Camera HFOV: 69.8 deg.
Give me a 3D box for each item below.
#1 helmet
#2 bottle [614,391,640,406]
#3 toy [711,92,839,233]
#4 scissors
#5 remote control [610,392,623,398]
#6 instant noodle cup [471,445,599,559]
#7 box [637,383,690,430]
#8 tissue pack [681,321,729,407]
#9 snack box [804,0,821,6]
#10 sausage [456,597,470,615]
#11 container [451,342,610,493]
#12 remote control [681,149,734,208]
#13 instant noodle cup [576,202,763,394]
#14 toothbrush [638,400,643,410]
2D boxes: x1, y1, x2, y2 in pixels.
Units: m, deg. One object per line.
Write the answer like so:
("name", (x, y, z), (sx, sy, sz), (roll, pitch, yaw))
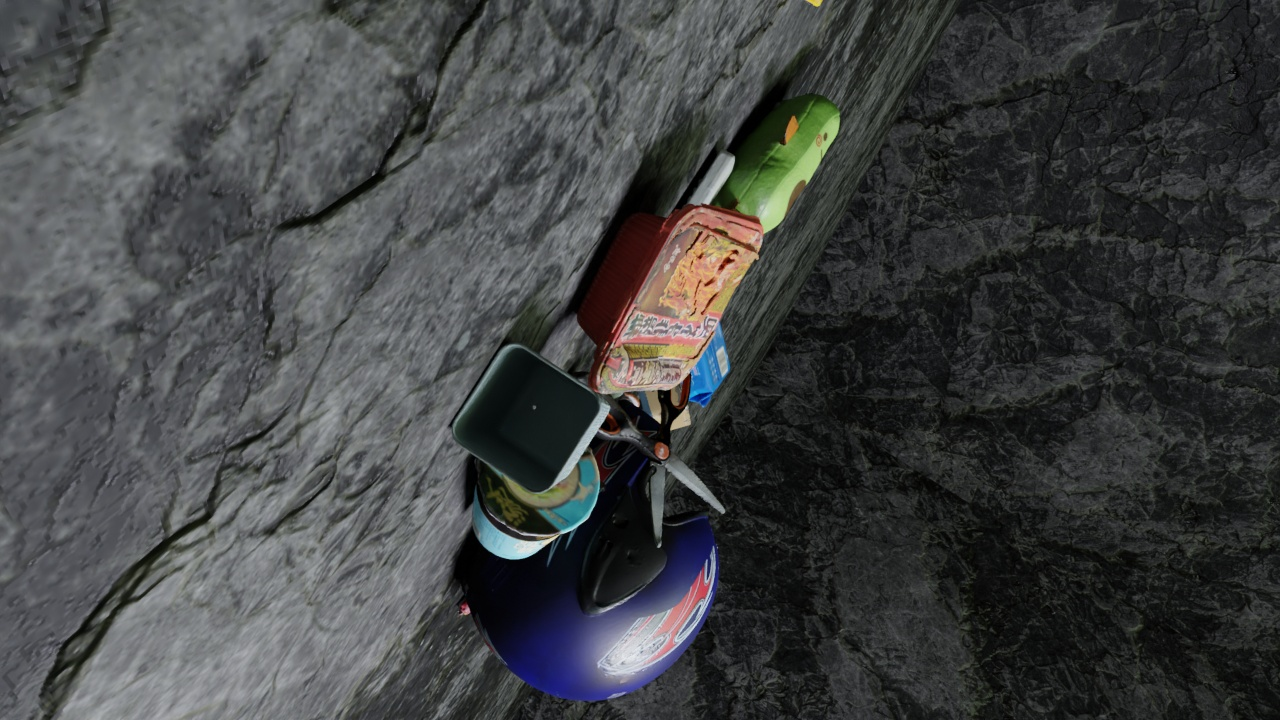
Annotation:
("helmet", (-0.030, 0.223, 1.019), (0.314, 0.240, 0.248), (-47, 174, -26))
("bottle", (-0.033, 0.092, 1.193), (0.063, 0.063, 0.108), (109, 3, -55))
("toy", (0.144, -0.211, 1.038), (0.246, 0.090, 0.227), (-52, 176, -11))
("scissors", (0.011, 0.076, 0.959), (0.022, 0.220, 0.234), (-32, -142, 48))
("remote control", (-0.004, -0.013, 1.127), (0.136, 0.020, 0.055), (-59, 169, 9))
("instant noodle cup", (-0.105, 0.126, 0.837), (0.111, 0.111, 0.121), (-51, 176, -34))
("box", (0.029, 0.048, 1.250), (0.061, 0.089, 0.184), (-18, 166, 3))
("tissue pack", (0.080, -0.022, 1.287), (0.094, 0.052, 0.157), (-42, 122, -59))
("snack box", (0.169, -0.380, 0.789), (0.141, 0.034, 0.086), (-60, 170, 24))
("sausage", (-0.183, 0.270, 1.140), (0.155, 0.020, 0.020), (-42, 162, -57))
("container", (-0.080, 0.047, 0.736), (0.090, 0.090, 0.111), (-57, 173, -1))
("remote control", (0.050, -0.150, 0.955), (0.150, 0.021, 0.058), (-57, 176, -2))
("instant noodle cup", (0.020, -0.064, 0.829), (0.164, 0.079, 0.189), (0, 123, -58))
("toothbrush", (0.044, 0.001, 1.440), (0.189, 0.014, 0.016), (-60, 171, 6))
